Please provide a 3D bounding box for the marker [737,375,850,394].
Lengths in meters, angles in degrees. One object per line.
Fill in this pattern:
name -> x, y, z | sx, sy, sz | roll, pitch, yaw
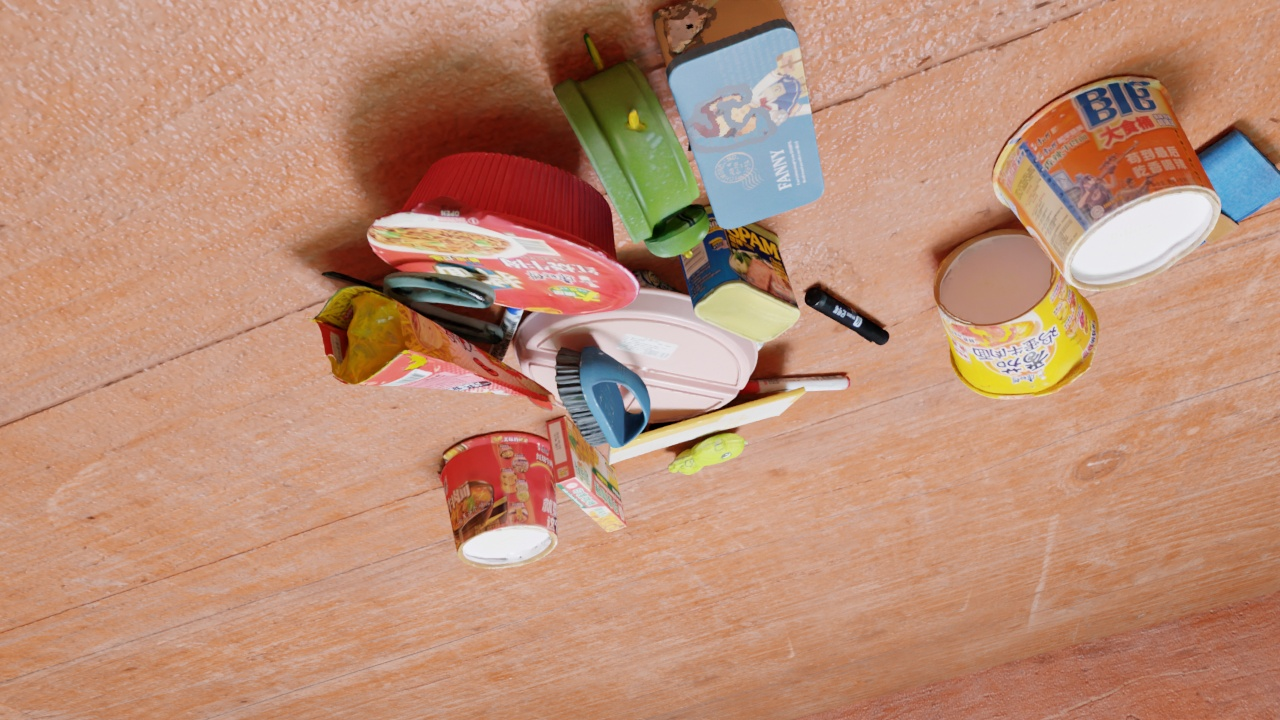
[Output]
marker -> 0.161, 0.027, 1.003 | 0.145, 0.017, 0.017 | -2, 145, -15

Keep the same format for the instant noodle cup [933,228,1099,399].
instant noodle cup -> 0.344, -0.048, 0.856 | 0.138, 0.137, 0.110 | -26, 137, 19

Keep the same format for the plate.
plate -> -0.005, 0.005, 0.862 | 0.229, 0.028, 0.230 | 2, 150, 1

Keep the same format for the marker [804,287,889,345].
marker -> 0.207, -0.042, 0.914 | 0.022, 0.020, 0.132 | -3, 162, 44

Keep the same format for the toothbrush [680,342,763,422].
toothbrush -> 0.079, 0.028, 0.979 | 0.016, 0.016, 0.181 | 13, 139, -22

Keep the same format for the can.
can -> 0.082, -0.071, 0.771 | 0.102, 0.083, 0.057 | 19, 135, -39

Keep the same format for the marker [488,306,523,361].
marker -> -0.124, -0.023, 0.835 | 0.017, 0.016, 0.146 | 3, 144, -23

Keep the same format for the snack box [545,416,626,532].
snack box -> -0.060, 0.131, 1.030 | 0.027, 0.077, 0.156 | -20, 146, 10

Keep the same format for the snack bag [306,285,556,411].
snack bag -> -0.168, 0.002, 0.762 | 0.129, 0.073, 0.207 | 13, 174, 25

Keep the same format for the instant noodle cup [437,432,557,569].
instant noodle cup -> -0.150, 0.159, 1.015 | 0.138, 0.108, 0.138 | -9, 147, -6

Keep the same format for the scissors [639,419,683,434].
scissors -> 0.043, 0.014, 0.945 | 0.182, 0.015, 0.210 | -11, 146, -1

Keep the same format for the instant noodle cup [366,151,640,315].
instant noodle cup -> -0.091, -0.092, 0.654 | 0.194, 0.065, 0.194 | 10, 168, 2

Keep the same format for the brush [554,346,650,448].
brush -> -0.029, 0.035, 0.830 | 0.073, 0.055, 0.144 | -2, 149, 12

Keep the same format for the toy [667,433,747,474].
toy -> 0.080, 0.109, 1.077 | 0.100, 0.031, 0.096 | -23, 166, 17

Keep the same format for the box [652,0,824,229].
box -> 0.073, -0.170, 0.642 | 0.090, 0.063, 0.184 | -19, 145, 10

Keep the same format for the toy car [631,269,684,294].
toy car -> 0.015, -0.047, 0.832 | 0.049, 0.031, 0.105 | -35, 140, 29

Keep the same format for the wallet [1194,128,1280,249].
wallet -> 0.513, -0.144, 0.849 | 0.106, 0.040, 0.133 | 21, 135, -34

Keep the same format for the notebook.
notebook -> 0.065, 0.071, 0.980 | 0.206, 0.010, 0.146 | -16, 169, -6

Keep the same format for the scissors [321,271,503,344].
scissors -> -0.158, -0.042, 0.738 | 0.175, 0.019, 0.169 | 0, 166, 38

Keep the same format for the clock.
clock -> -0.002, -0.133, 0.626 | 0.056, 0.116, 0.161 | -27, 143, 3

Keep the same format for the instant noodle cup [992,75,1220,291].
instant noodle cup -> 0.383, -0.136, 0.748 | 0.151, 0.111, 0.152 | -9, 147, -6
